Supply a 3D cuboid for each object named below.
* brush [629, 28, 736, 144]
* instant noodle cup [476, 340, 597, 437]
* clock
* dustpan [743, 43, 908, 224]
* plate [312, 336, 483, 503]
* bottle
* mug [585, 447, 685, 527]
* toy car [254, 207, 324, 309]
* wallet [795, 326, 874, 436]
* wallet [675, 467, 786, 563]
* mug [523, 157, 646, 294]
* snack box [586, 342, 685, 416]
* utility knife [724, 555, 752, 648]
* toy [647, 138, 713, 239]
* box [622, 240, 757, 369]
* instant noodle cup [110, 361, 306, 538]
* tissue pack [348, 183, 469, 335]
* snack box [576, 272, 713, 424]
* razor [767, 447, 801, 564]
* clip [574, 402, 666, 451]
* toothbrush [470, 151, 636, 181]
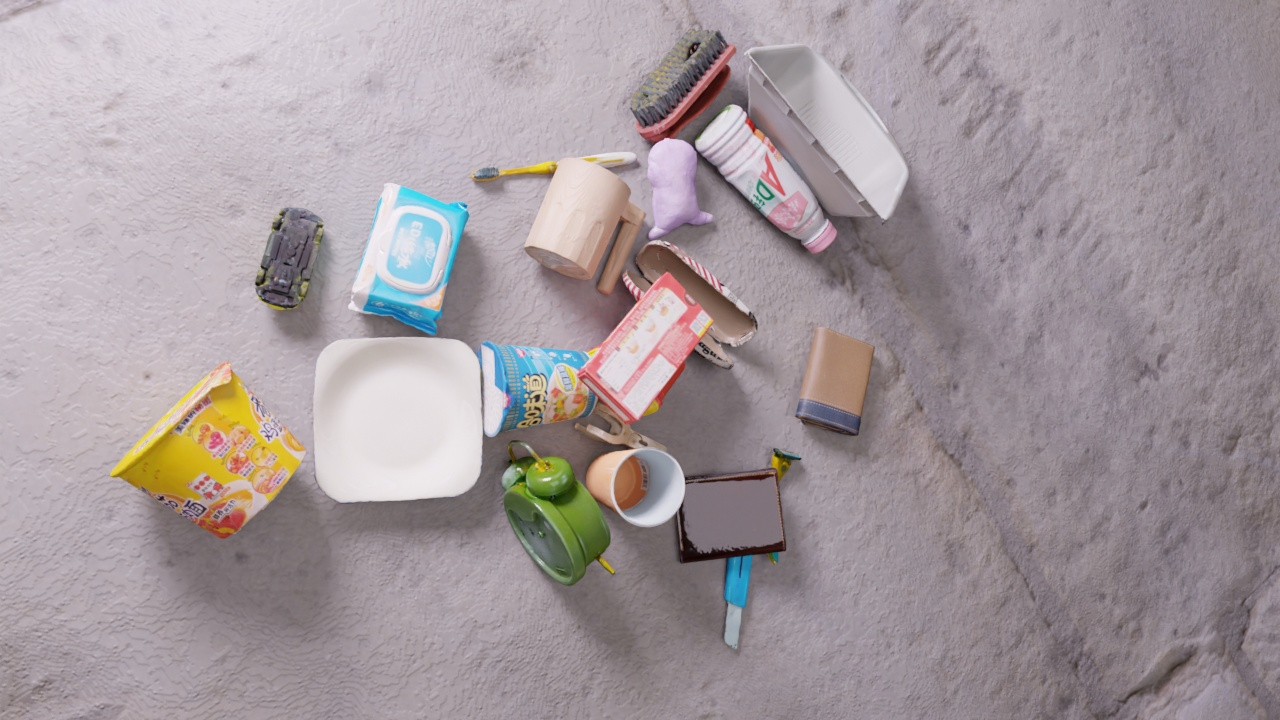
[{"bbox_3d":[0.047,-0.304,1.038,0.145,0.063,0.069,-52,133,-14],"label":"brush"},{"bbox_3d":[-0.106,0.028,0.950,0.109,0.099,0.099,-2,88,-28],"label":"instant noodle cup"},{"bbox_3d":[-0.091,0.152,0.935,0.056,0.116,0.161,-34,102,-30],"label":"clock"},{"bbox_3d":[0.226,-0.271,1.023,0.142,0.257,0.222,-40,92,2],"label":"dustpan"},{"bbox_3d":[-0.242,0.058,0.924,0.164,0.034,0.163,0,88,-17],"label":"plate"},{"bbox_3d":[0.151,-0.204,1.067,0.197,0.068,0.068,43,74,-17],"label":"bottle"},{"bbox_3d":[-0.012,0.127,0.959,0.078,0.123,0.078,1,88,-19],"label":"mug"},{"bbox_3d":[-0.343,-0.099,0.899,0.048,0.032,0.105,15,71,-18],"label":"toy car"},{"bbox_3d":[0.234,0.026,1.102,0.090,0.033,0.115,17,81,-21],"label":"wallet"},{"bbox_3d":[0.100,0.175,1.038,0.122,0.020,0.096,-6,84,-4],"label":"wallet"},{"bbox_3d":[-0.055,-0.141,0.987,0.124,0.084,0.103,32,77,-43],"label":"mug"},{"bbox_3d":[-0.006,0.006,0.995,0.091,0.082,0.080,50,60,-12],"label":"snack box"},{"bbox_3d":[0.115,0.235,1.056,0.034,0.018,0.191,8,86,-20],"label":"utility knife"},{"bbox_3d":[0.041,-0.196,1.032,0.083,0.039,0.108,-17,111,-21],"label":"toy"},{"bbox_3d":[0.049,-0.052,1.017,0.163,0.076,0.087,39,53,-16],"label":"box"},{"bbox_3d":[-0.381,0.086,0.827,0.110,0.138,0.137,47,73,-20],"label":"instant noodle cup"},{"bbox_3d":[-0.231,-0.104,0.922,0.090,0.063,0.140,17,82,-18],"label":"tissue pack"},{"bbox_3d":[0.008,-0.014,0.942,0.075,0.026,0.152,45,61,-11],"label":"snack box"},{"bbox_3d":[0.159,0.170,1.069,0.043,0.028,0.132,17,77,-49],"label":"razor"},{"bbox_3d":[-0.028,0.079,1.013,0.104,0.083,0.034,33,75,-38],"label":"clip"},{"bbox_3d":[-0.091,-0.213,1.002,0.191,0.018,0.016,-11,93,-20],"label":"toothbrush"}]
